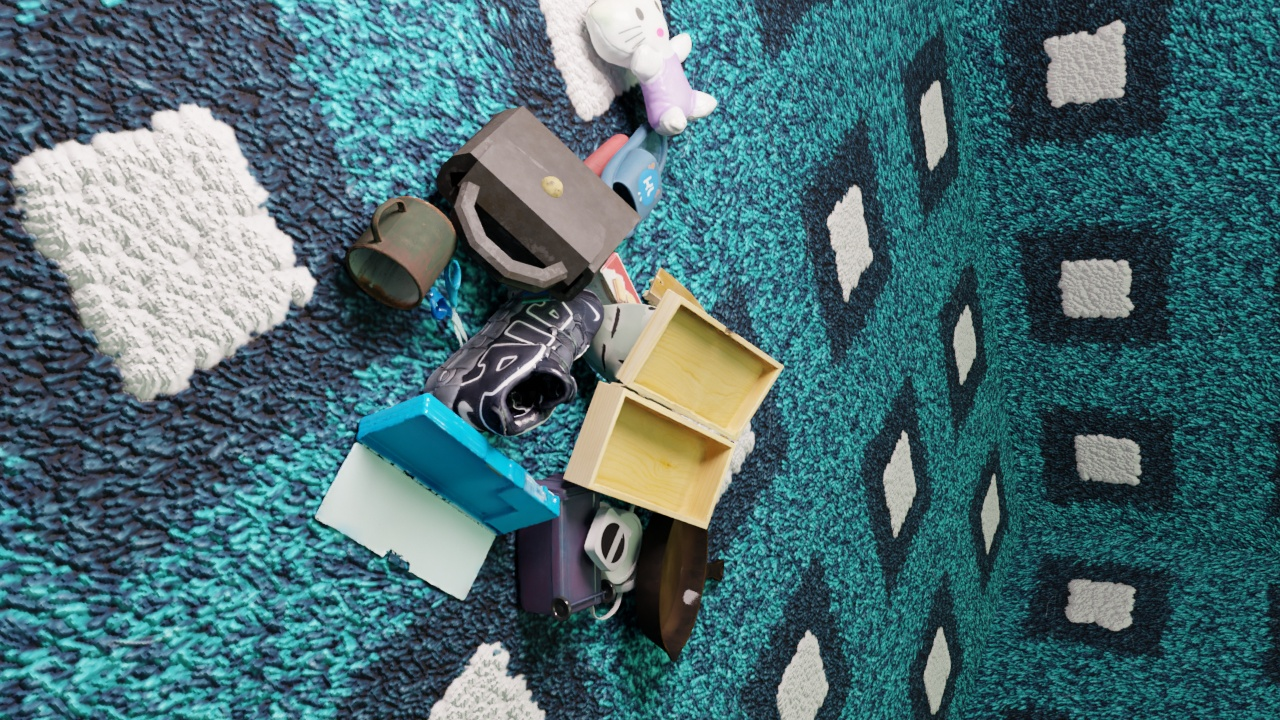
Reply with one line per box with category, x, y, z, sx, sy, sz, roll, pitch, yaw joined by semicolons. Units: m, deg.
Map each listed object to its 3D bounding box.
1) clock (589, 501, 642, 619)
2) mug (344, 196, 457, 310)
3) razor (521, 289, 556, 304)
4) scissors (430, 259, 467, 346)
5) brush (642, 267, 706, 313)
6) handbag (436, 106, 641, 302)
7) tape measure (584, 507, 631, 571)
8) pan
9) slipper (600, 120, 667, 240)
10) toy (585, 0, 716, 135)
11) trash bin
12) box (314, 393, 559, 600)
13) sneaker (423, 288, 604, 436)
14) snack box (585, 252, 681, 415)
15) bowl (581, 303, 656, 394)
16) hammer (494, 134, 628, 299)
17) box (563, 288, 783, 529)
clock;-0.047;0.265;1.223;0.119;0.061;0.159;0;96;-59
mug;-0.234;-0.117;0.897;0.111;0.085;0.081;87;24;-52
razor;-0.103;-0.114;1.065;0.018;0.044;0.140;68;24;-44
scissors;-0.203;-0.046;0.980;0.134;0.016;0.073;93;14;-56
brush;0.050;-0.079;1.344;0.117;0.039;0.049;41;53;-29
handbag;-0.119;-0.158;0.976;0.197;0.103;0.198;41;44;-11
tape measure;-0.038;0.218;1.108;0.064;0.017;0.064;55;45;-36
pan;0.065;0.311;1.366;0.356;0.043;0.248;32;64;-68
slipper;0.002;-0.240;1.224;0.104;0.059;0.213;73;31;-41
toy;0.011;-0.403;1.221;0.137;0.086;0.209;-42;105;-42
trash bin;-0.094;0.222;1.117;0.093;0.092;0.161;-3;93;-55
box;-0.214;0.141;0.980;0.167;0.075;0.243;-43;135;-1
sneaker;-0.105;-0.001;1.010;0.251;0.151;0.097;-42;128;-30
snack box;-0.014;-0.031;1.239;0.044;0.077;0.273;-50;131;-28
bowl;-0.007;0.007;1.159;0.174;0.175;0.067;53;36;-42
hammer;-0.096;-0.207;1.152;0.314;0.036;0.126;-54;130;-41
box;0.051;0.070;1.144;0.247;0.076;0.257;29;93;-48
